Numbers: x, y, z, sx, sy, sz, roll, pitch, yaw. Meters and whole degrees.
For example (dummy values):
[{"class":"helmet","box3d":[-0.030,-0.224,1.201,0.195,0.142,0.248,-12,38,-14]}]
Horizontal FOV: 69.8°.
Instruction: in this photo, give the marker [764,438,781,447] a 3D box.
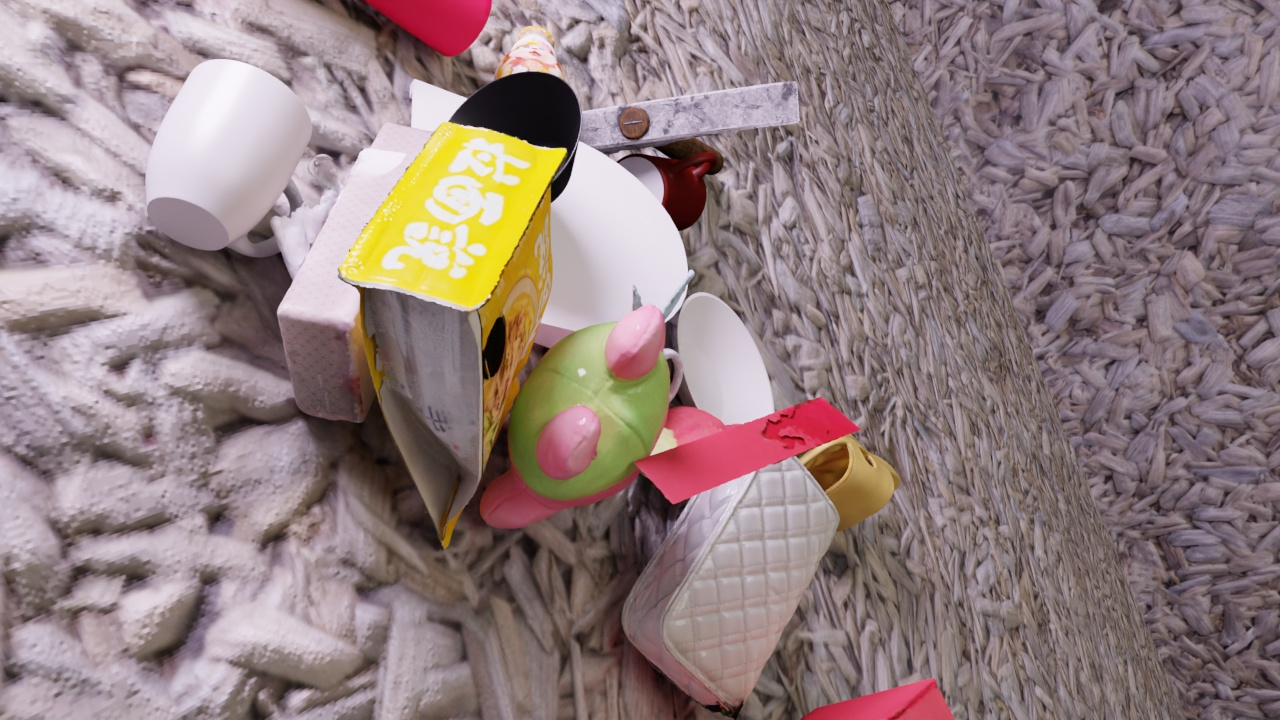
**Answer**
[{"class":"marker","box3d":[0.153,0.103,0.972,0.146,0.017,0.017,38,39,-67]}]

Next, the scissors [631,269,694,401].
[{"class":"scissors","box3d":[0.003,0.003,0.762,0.170,0.013,0.175,-58,152,-2]}]

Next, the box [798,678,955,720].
[{"class":"box","box3d":[0.123,0.420,0.677,0.212,0.148,0.375,-12,107,-44]}]

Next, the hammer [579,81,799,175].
[{"class":"hammer","box3d":[0.077,-0.230,0.961,0.300,0.218,0.037,-14,100,-71]}]

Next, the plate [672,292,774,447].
[{"class":"plate","box3d":[0.074,0.020,0.927,0.174,0.036,0.173,34,45,-42]}]

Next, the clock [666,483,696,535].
[{"class":"clock","box3d":[0.080,0.147,0.830,0.104,0.056,0.147,53,46,-12]}]

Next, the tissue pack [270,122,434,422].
[{"class":"tissue pack","box3d":[-0.172,-0.064,0.561,0.104,0.071,0.180,101,3,-50]}]

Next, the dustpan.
[{"class":"dustpan","box3d":[-0.079,-0.099,0.764,0.257,0.053,0.191,13,59,-33]}]

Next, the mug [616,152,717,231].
[{"class":"mug","box3d":[0.027,-0.174,0.909,0.082,0.106,0.073,-11,73,-58]}]

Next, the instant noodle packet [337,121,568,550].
[{"class":"instant noodle packet","box3d":[-0.102,-0.008,0.572,0.162,0.084,0.222,-76,173,-46]}]

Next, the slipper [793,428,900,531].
[{"class":"slipper","box3d":[0.229,0.146,1.019,0.263,0.100,0.078,23,36,-55]}]

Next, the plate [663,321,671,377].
[{"class":"plate","box3d":[-0.029,-0.040,0.831,0.178,0.012,0.178,34,45,-42]}]

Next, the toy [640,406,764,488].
[{"class":"toy","box3d":[0.050,0.077,0.807,0.135,0.045,0.091,-2,41,-28]}]

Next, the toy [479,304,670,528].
[{"class":"toy","box3d":[-0.033,0.046,0.636,0.097,0.237,0.191,35,73,10]}]

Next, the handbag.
[{"class":"handbag","box3d":[0.075,0.169,0.735,0.139,0.073,0.194,50,63,-28]}]

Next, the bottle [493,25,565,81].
[{"class":"bottle","box3d":[-0.097,-0.247,0.809,0.063,0.063,0.108,36,43,-40]}]

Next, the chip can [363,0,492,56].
[{"class":"chip can","box3d":[-0.210,-0.309,0.671,0.220,0.069,0.069,24,52,-49]}]

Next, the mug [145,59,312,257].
[{"class":"mug","box3d":[-0.230,-0.099,0.526,0.107,0.071,0.089,68,27,-54]}]

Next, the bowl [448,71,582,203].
[{"class":"bowl","box3d":[-0.089,-0.150,0.691,0.052,0.124,0.124,45,35,-58]}]
